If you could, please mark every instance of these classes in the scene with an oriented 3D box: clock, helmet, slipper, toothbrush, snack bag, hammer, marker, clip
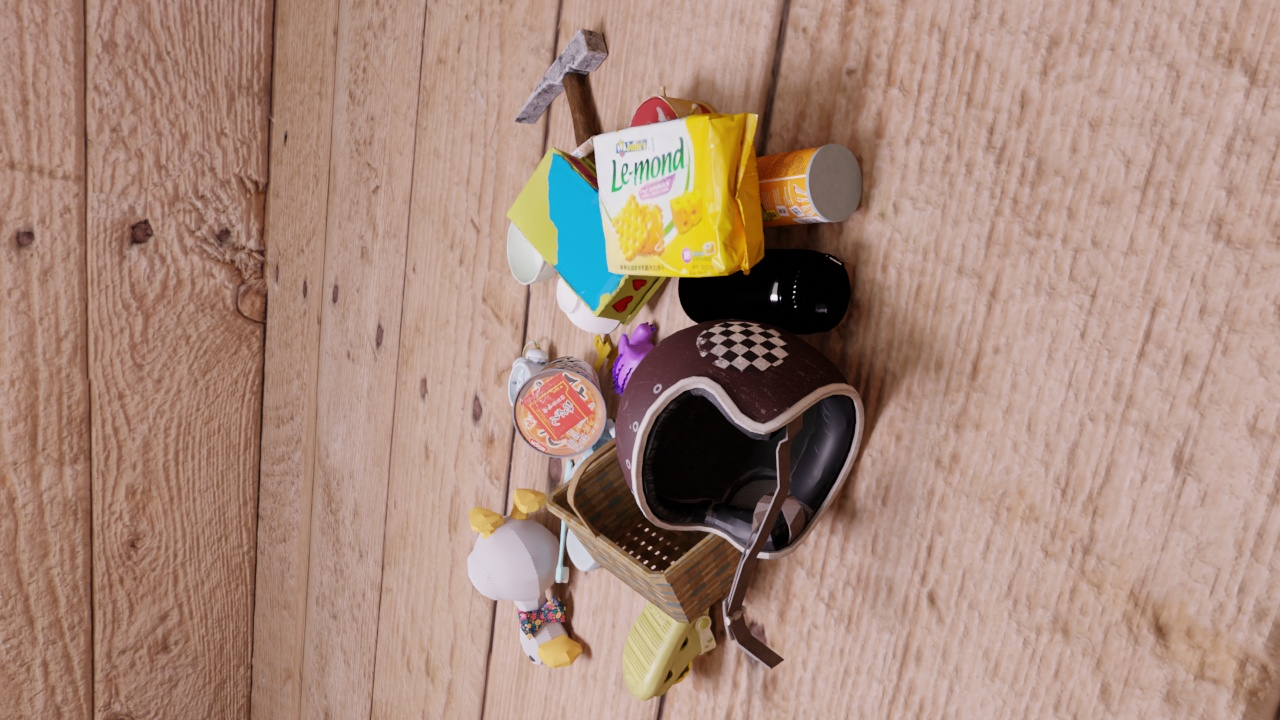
[{"bbox_3d":[0.027,-0.240,1.099,0.117,0.081,0.159,45,127,44],"label":"clock"},{"bbox_3d":[0.097,0.087,0.891,0.254,0.233,0.234,30,144,36],"label":"helmet"},{"bbox_3d":[0.049,0.321,1.108,0.190,0.081,0.092,-61,28,-1],"label":"slipper"},{"bbox_3d":[-0.165,0.027,1.410,0.083,0.057,0.117,-32,59,51],"label":"clock"},{"bbox_3d":[-0.109,0.235,1.349,0.016,0.016,0.180,-19,63,54],"label":"toothbrush"},{"bbox_3d":[0.041,-0.169,0.964,0.248,0.068,0.160,10,108,54],"label":"snack bag"},{"bbox_3d":[-0.062,0.194,1.257,0.104,0.074,0.246,49,131,41],"label":"slipper"},{"bbox_3d":[-0.092,-0.282,1.307,0.218,0.037,0.300,-33,66,51],"label":"hammer"},{"bbox_3d":[-0.100,-0.274,1.272,0.146,0.017,0.017,-21,74,53],"label":"marker"},{"bbox_3d":[-0.052,-0.014,1.271,0.049,0.044,0.054,43,132,14],"label":"clip"}]

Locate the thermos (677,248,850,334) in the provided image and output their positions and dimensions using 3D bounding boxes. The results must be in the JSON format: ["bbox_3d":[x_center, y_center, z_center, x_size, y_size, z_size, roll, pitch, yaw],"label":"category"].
[{"bbox_3d":[0.133,-0.073,0.952,0.199,0.086,0.086,10,100,54],"label":"thermos"}]

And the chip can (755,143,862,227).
[{"bbox_3d":[0.125,-0.177,0.967,0.215,0.075,0.075,6,97,55],"label":"chip can"}]

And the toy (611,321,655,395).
[{"bbox_3d":[-0.007,0.007,1.182,0.106,0.055,0.088,56,138,35],"label":"toy"}]

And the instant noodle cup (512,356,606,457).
[{"bbox_3d":[-0.104,0.052,1.250,0.121,0.123,0.124,-83,3,-73],"label":"instant noodle cup"}]

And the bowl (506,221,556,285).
[{"bbox_3d":[-0.146,-0.171,1.367,0.118,0.061,0.117,4,95,55],"label":"bowl"}]

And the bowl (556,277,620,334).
[{"bbox_3d":[-0.075,-0.095,1.269,0.118,0.062,0.118,5,96,55],"label":"bowl"}]

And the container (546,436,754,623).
[{"bbox_3d":[0.003,0.163,1.057,0.250,0.157,0.186,21,140,53],"label":"container"}]

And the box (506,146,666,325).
[{"bbox_3d":[-0.063,-0.160,1.182,0.221,0.081,0.125,46,112,27],"label":"box"}]

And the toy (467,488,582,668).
[{"bbox_3d":[-0.182,0.329,1.391,0.247,0.140,0.268,21,126,54],"label":"toy"}]
